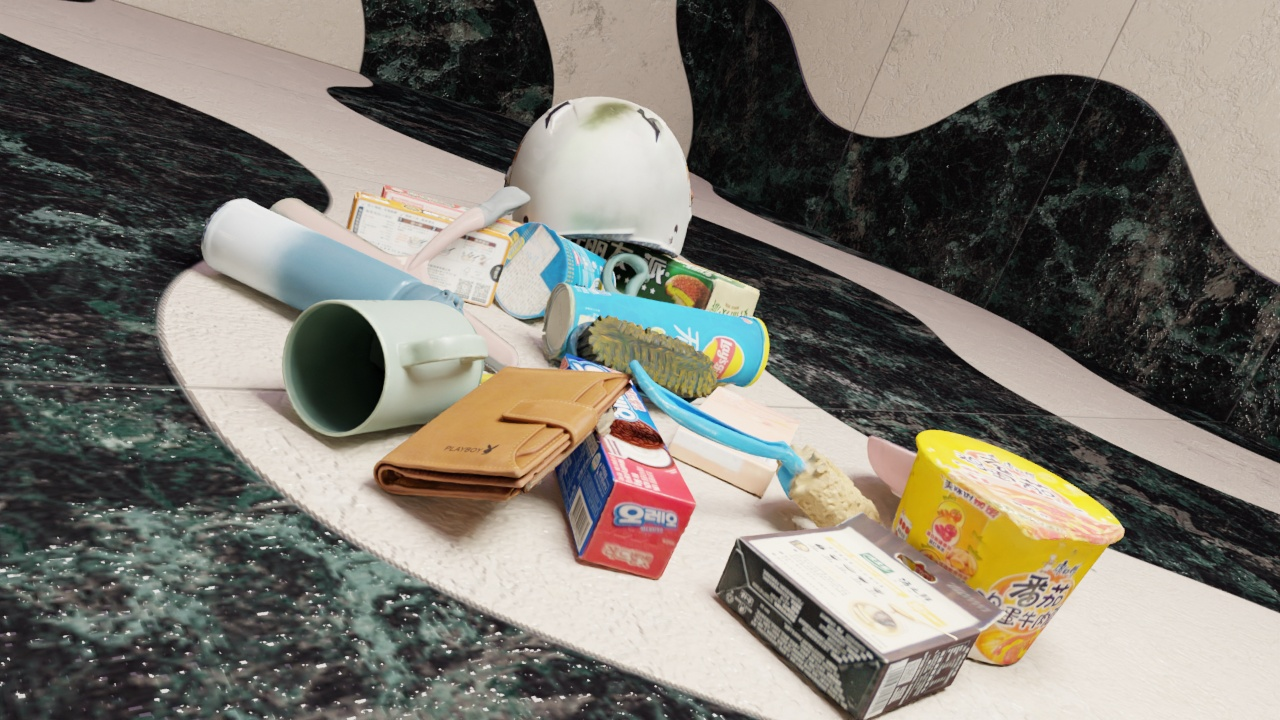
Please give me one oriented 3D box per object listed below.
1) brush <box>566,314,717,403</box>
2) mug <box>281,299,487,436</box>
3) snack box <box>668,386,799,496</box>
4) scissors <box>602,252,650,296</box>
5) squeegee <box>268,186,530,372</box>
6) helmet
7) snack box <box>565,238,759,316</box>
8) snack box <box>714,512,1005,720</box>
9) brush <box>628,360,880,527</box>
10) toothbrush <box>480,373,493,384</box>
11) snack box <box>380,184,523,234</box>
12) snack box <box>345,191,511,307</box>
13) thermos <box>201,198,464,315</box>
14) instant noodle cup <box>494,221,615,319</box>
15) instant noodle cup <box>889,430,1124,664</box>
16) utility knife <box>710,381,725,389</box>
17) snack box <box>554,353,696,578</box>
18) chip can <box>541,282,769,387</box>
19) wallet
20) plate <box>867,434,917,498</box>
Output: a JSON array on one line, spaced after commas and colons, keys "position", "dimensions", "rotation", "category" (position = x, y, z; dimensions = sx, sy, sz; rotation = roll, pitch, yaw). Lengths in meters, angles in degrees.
[{"position": [-0.005, 0.005, 0.803], "dimensions": [0.143, 0.055, 0.074], "rotation": [18, -26, -32], "category": "brush"}, {"position": [-0.146, 0.000, 0.581], "dimensions": [0.112, 0.082, 0.106], "rotation": [-11, -3, 27], "category": "mug"}, {"position": [0.084, 0.065, 0.786], "dimensions": [0.084, 0.026, 0.157], "rotation": [24, 16, 12], "category": "snack box"}, {"position": [0.019, -0.034, 0.961], "dimensions": [0.181, 0.019, 0.169], "rotation": [32, 39, -23], "category": "scissors"}, {"position": [-0.159, -0.123, 0.847], "dimensions": [0.247, 0.040, 0.248], "rotation": [34, 36, 3], "category": "squeegee"}, {"position": [-0.045, -0.227, 1.067], "dimensions": [0.230, 0.157, 0.273], "rotation": [6, 25, -3], "category": "helmet"}, {"position": [0.015, -0.102, 1.116], "dimensions": [0.240, 0.063, 0.114], "rotation": [25, 9, 33], "category": "snack box"}, {"position": [0.128, 0.144, 0.540], "dimensions": [0.125, 0.053, 0.113], "rotation": [6, 22, -44], "category": "snack box"}, {"position": [0.082, 0.065, 0.633], "dimensions": [0.254, 0.046, 0.083], "rotation": [32, 18, -35], "category": "brush"}, {"position": [-0.108, 0.020, 0.721], "dimensions": [0.189, 0.017, 0.016], "rotation": [6, 21, -45], "category": "toothbrush"}, {"position": [-0.199, -0.123, 0.953], "dimensions": [0.155, 0.077, 0.027], "rotation": [13, 18, -25], "category": "snack box"}, {"position": [-0.208, -0.106, 0.891], "dimensions": [0.153, 0.075, 0.026], "rotation": [13, 18, -24], "category": "snack box"}, {"position": [-0.238, -0.058, 0.715], "dimensions": [0.220, 0.070, 0.070], "rotation": [25, 17, 16], "category": "thermos"}, {"position": [-0.084, -0.085, 0.964], "dimensions": [0.099, 0.099, 0.109], "rotation": [31, 11, 30], "category": "instant noodle cup"}, {"position": [0.229, 0.126, 0.618], "dimensions": [0.138, 0.110, 0.138], "rotation": [20, 16, -6], "category": "instant noodle cup"}, {"position": [0.086, 0.016, 0.979], "dimensions": [0.031, 0.022, 0.212], "rotation": [29, 14, 19], "category": "utility knife"}, {"position": [-0.024, 0.061, 0.615], "dimensions": [0.058, 0.057, 0.207], "rotation": [18, 16, -19], "category": "snack box"}, {"position": [0.017, -0.023, 0.873], "dimensions": [0.210, 0.071, 0.071], "rotation": [9, 20, -26], "category": "chip can"}, {"position": [-0.077, 0.040, 0.546], "dimensions": [0.108, 0.031, 0.131], "rotation": [1, 25, 30], "category": "wallet"}, {"position": [0.274, 0.120, 0.767], "dimensions": [0.192, 0.039, 0.192], "rotation": [25, 1, -1], "category": "plate"}]
